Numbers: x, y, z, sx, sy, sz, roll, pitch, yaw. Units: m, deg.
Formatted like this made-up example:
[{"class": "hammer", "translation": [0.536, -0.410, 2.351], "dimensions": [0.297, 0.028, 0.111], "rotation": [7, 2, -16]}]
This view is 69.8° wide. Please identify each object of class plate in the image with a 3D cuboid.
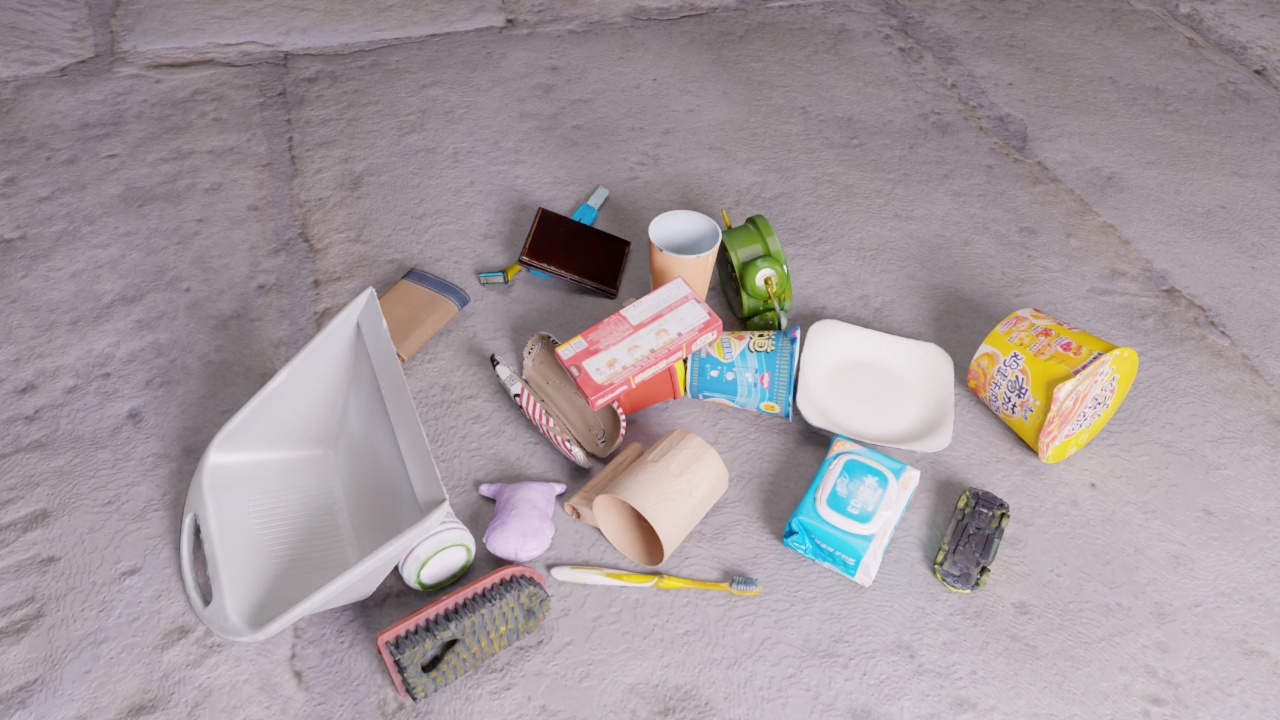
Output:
[{"class": "plate", "translation": [0.246, 0.032, 0.970], "dimensions": [0.164, 0.034, 0.163], "rotation": [14, 48, 6]}]

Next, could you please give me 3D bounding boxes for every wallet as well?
[{"class": "wallet", "translation": [-0.076, -0.129, 1.092], "dimensions": [0.122, 0.020, 0.096], "rotation": [19, 52, -8]}, {"class": "wallet", "translation": [-0.257, -0.050, 1.018], "dimensions": [0.090, 0.033, 0.115], "rotation": [23, 51, 20]}]

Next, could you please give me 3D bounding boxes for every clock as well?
[{"class": "clock", "translation": [0.129, -0.090, 1.026], "dimensions": [0.056, 0.116, 0.161], "rotation": [-18, 47, -4]}]

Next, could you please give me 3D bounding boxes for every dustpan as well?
[{"class": "dustpan", "translation": [-0.290, 0.105, 0.757], "dimensions": [0.142, 0.259, 0.222], "rotation": [-5, 54, -35]}]

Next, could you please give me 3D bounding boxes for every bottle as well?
[{"class": "bottle", "translation": [-0.224, 0.120, 0.842], "dimensions": [0.068, 0.068, 0.197], "rotation": [-26, 50, -25]}]

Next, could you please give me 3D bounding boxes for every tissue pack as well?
[{"class": "tissue pack", "translation": [0.197, 0.136, 0.854], "dimensions": [0.090, 0.063, 0.139], "rotation": [25, 51, 18]}]

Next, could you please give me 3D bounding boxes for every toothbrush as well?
[{"class": "toothbrush", "translation": [0.014, 0.195, 0.818], "dimensions": [0.191, 0.018, 0.016], "rotation": [5, 46, 1]}]

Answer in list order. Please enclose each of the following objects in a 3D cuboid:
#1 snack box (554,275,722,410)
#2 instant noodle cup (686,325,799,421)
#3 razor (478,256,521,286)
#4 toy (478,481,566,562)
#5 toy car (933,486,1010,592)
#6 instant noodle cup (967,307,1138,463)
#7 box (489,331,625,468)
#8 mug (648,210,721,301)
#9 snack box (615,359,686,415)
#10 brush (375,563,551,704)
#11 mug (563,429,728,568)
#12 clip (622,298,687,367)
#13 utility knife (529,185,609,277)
[{"class": "snack box", "translation": [-0.002, -0.018, 0.904], "dimensions": [0.152, 0.025, 0.075], "rotation": [-31, 57, -12]}, {"class": "instant noodle cup", "translation": [0.106, 0.009, 0.951], "dimensions": [0.110, 0.099, 0.099], "rotation": [5, 47, 12]}, {"class": "razor", "translation": [-0.142, -0.133, 1.103], "dimensions": [0.043, 0.028, 0.132], "rotation": [-2, 42, 36]}, {"class": "toy", "translation": [-0.111, 0.143, 0.836], "dimensions": [0.084, 0.039, 0.107], "rotation": [0, 29, -2]}, {"class": "toy car", "translation": [0.307, 0.169, 0.854], "dimensions": [0.048, 0.032, 0.105], "rotation": [23, 62, 17]}, {"class": "instant noodle cup", "translation": [0.413, 0.018, 0.937], "dimensions": [0.137, 0.138, 0.110], "rotation": [-23, 45, -23]}, {"class": "box", "translation": [-0.078, 0.034, 0.925], "dimensions": [0.087, 0.076, 0.163], "rotation": [-42, 57, -9]}, {"class": "mug", "translation": [0.043, -0.095, 1.016], "dimensions": [0.078, 0.123, 0.078], "rotation": [2, 47, -3]}, {"class": "snack box", "translation": [-0.006, 0.006, 0.956], "dimensions": [0.080, 0.082, 0.091], "rotation": [-28, 53, -10]}, {"class": "brush", "translation": [-0.145, 0.216, 0.765], "dimensions": [0.145, 0.063, 0.069], "rotation": [-26, 25, -26]}, {"class": "mug", "translation": [0.006, 0.122, 0.854], "dimensions": [0.125, 0.084, 0.103], "rotation": [10, 40, 42]}, {"class": "clip", "translation": [0.024, -0.023, 1.023], "dimensions": [0.105, 0.083, 0.034], "rotation": [16, 45, 41]}, {"class": "utility knife", "translation": [-0.082, -0.165, 1.144], "dimensions": [0.034, 0.018, 0.190], "rotation": [18, 48, 13]}]
